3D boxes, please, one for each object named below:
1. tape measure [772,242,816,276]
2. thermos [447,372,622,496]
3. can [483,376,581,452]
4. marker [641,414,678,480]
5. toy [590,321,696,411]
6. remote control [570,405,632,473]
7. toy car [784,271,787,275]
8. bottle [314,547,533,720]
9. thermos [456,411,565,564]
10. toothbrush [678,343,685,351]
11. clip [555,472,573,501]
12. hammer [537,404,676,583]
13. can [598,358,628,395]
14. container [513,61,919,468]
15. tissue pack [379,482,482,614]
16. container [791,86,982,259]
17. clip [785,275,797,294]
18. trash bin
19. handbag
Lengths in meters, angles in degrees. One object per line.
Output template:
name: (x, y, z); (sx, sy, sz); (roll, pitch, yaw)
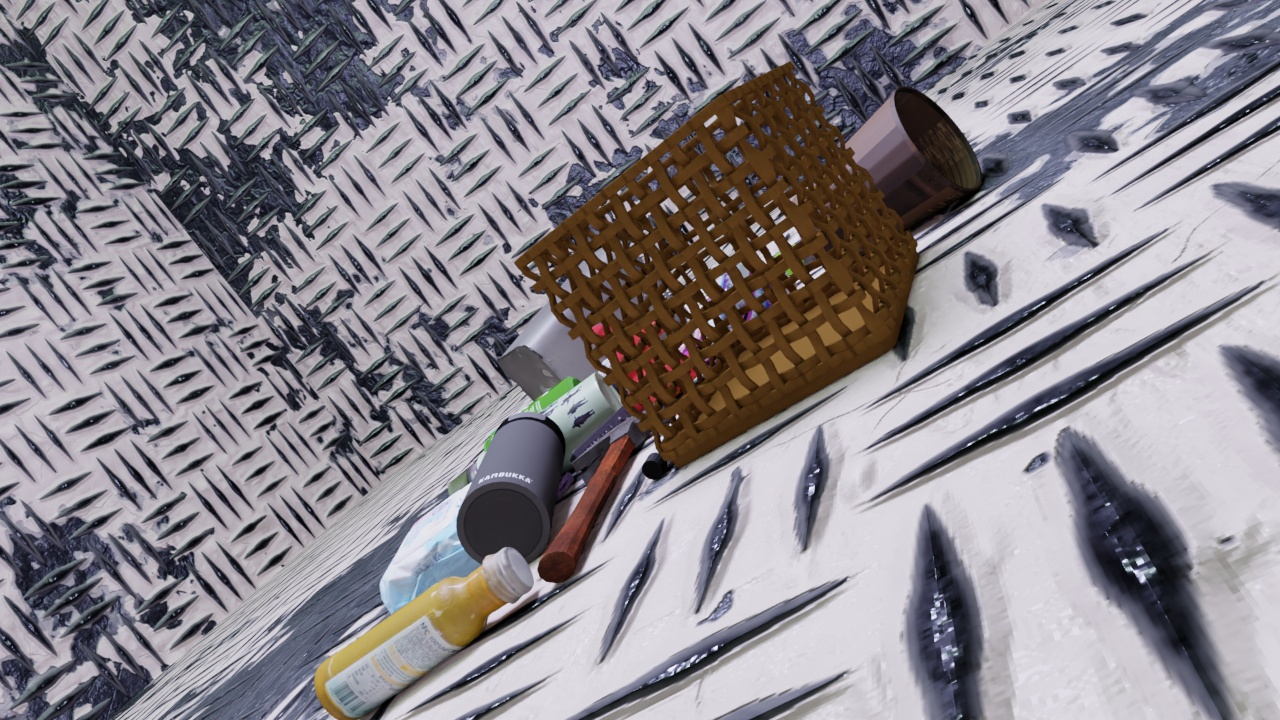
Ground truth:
tape measure: (0.207, -0.135, 1.245); (0.065, 0.036, 0.059); (-35, 15, -16)
thermos: (-0.122, 0.111, 1.086); (0.231, 0.082, 0.082); (-36, 7, 10)
can: (-0.121, 0.092, 1.164); (0.144, 0.083, 0.083); (-36, 7, 11)
marker: (0.033, 0.065, 0.826); (0.019, 0.019, 0.145); (-33, 7, 29)
toy: (-0.006, 0.006, 1.014); (0.093, 0.133, 0.088); (-58, -1, -37)
remote control: (-0.027, 0.079, 1.003); (0.136, 0.032, 0.015); (-42, -11, -47)
toy car: (0.147, -0.079, 1.178); (0.105, 0.033, 0.048); (-40, 8, 10)
bottle: (-0.166, 0.210, 0.712); (0.186, 0.053, 0.053); (-36, 7, 9)
thermos: (-0.122, 0.120, 0.915); (0.082, 0.082, 0.240); (-36, 10, 6)
toothbrush: (0.065, -0.021, 1.276); (0.135, 0.016, 0.021); (-32, 8, 36)
clip: (-0.086, 0.138, 0.982); (0.052, 0.014, 0.041); (-43, 8, -29)
hammer: (-0.036, 0.113, 0.822); (0.111, 0.028, 0.300); (-34, 7, 18)
can: (-0.016, 0.021, 1.201); (0.064, 0.064, 0.127); (-39, 7, -16)
container: (0.081, -0.090, 0.793); (0.220, 0.214, 0.250); (-33, 7, 30)
tissue pack: (-0.195, 0.191, 0.932); (0.112, 0.070, 0.182); (-36, 7, 3)
container: (0.257, -0.189, 0.995); (0.168, 0.132, 0.131); (-39, 4, 42)
clip: (0.168, -0.080, 1.125); (0.060, 0.024, 0.039); (-49, 7, -16)
trash bin: (-0.077, -0.031, 1.406); (0.219, 0.197, 0.198); (-47, 10, -25)
handbag: (0.078, -0.034, 1.092); (0.170, 0.068, 0.144); (-43, 21, 38)
